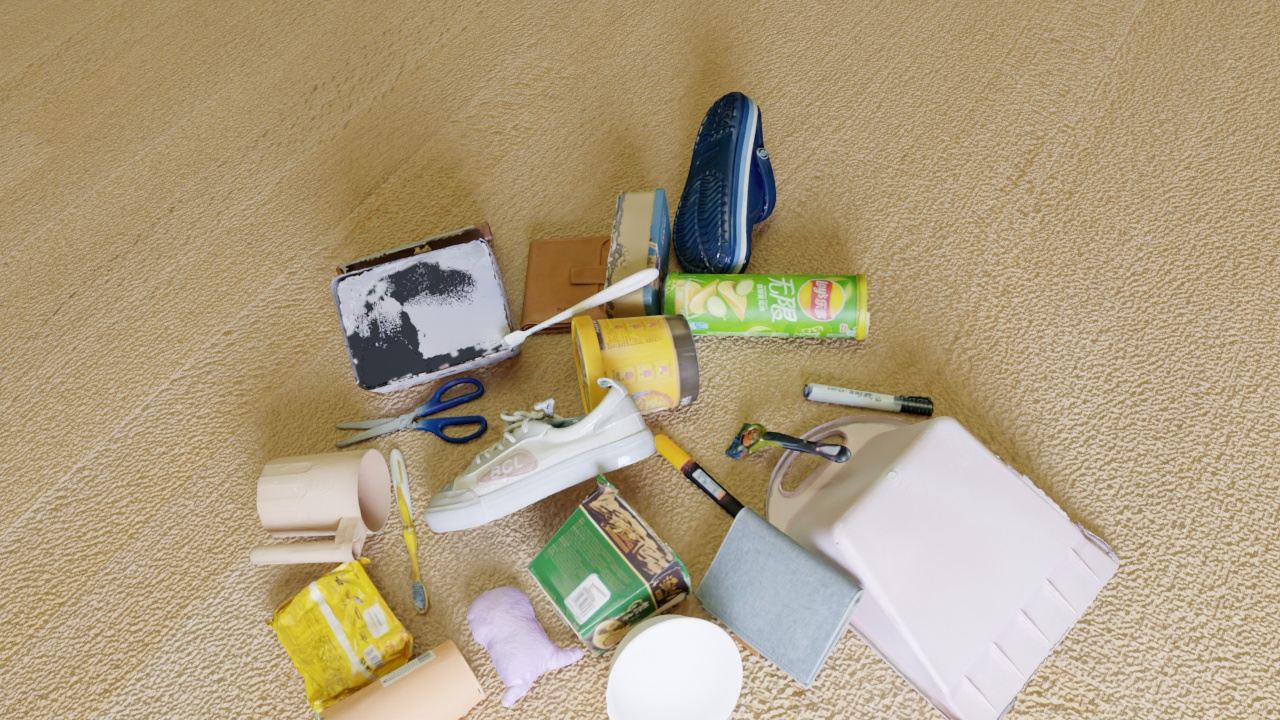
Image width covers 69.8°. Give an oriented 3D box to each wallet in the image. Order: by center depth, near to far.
[{"bbox_3d":[0.118,0.207,0.802,0.130,0.037,0.106,33,100,34],"label":"wallet"},{"bbox_3d":[-0.083,-0.090,1.073,0.108,0.031,0.131,-3,55,7],"label":"wallet"}]

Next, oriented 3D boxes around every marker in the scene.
[{"bbox_3d":[0.058,0.116,0.913,0.018,0.015,0.124,-41,61,-19],"label":"marker"},{"bbox_3d":[0.233,0.039,0.942,0.131,0.018,0.022,9,47,13],"label":"marker"}]

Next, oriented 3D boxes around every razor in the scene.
[{"bbox_3d":[0.140,0.080,0.883,0.143,0.022,0.042,6,52,49],"label":"razor"}]

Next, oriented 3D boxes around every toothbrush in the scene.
[{"bbox_3d":[-0.233,0.164,0.914,0.016,0.018,0.191,-15,53,-8],"label":"toothbrush"},{"bbox_3d":[-0.062,-0.055,0.957,0.180,0.016,0.016,-26,88,-5],"label":"toothbrush"}]

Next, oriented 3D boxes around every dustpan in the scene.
[{"bbox_3d":[0.258,0.168,0.851,0.222,0.139,0.273,-37,86,-20],"label":"dustpan"}]

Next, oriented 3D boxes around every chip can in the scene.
[{"bbox_3d":[0.133,-0.060,0.994,0.221,0.073,0.072,1,54,9],"label":"chip can"}]

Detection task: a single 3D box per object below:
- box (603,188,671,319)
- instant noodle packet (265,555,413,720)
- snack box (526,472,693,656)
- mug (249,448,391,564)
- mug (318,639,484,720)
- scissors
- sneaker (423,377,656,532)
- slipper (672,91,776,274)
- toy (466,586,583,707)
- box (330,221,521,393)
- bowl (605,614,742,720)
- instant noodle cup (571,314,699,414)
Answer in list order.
[{"bbox_3d":[0.000,-0.113,1.040,0.059,0.090,0.183,2,59,10],"label":"box"},{"bbox_3d":[-0.272,0.253,0.839,0.110,0.044,0.128,-38,54,-11],"label":"instant noodle packet"},{"bbox_3d":[-0.031,0.190,0.809,0.105,0.118,0.118,-39,60,-15],"label":"snack box"},{"bbox_3d":[-0.312,0.146,0.893,0.103,0.084,0.124,-5,41,7],"label":"mug"},{"bbox_3d":[-0.200,0.297,0.781,0.122,0.078,0.078,-32,56,-21],"label":"mug"},{"bbox_3d":[-0.243,0.071,0.988,0.170,0.012,0.141,-38,57,-17],"label":"scissors"},{"bbox_3d":[-0.110,0.088,0.867,0.242,0.089,0.090,-23,89,14],"label":"sneaker"},{"bbox_3d":[0.108,-0.198,1.091,0.095,0.105,0.252,20,65,-28],"label":"slipper"},{"bbox_3d":[-0.112,0.246,0.825,0.083,0.039,0.108,-24,48,-27],"label":"toy"},{"bbox_3d":[-0.238,-0.057,1.047,0.180,0.156,0.226,-17,12,-6],"label":"box"},{"bbox_3d":[0.020,0.259,0.773,0.118,0.118,0.065,-26,16,-11],"label":"bowl"},{"bbox_3d":[-0.006,0.006,0.943,0.114,0.119,0.118,-10,53,-9],"label":"instant noodle cup"}]
